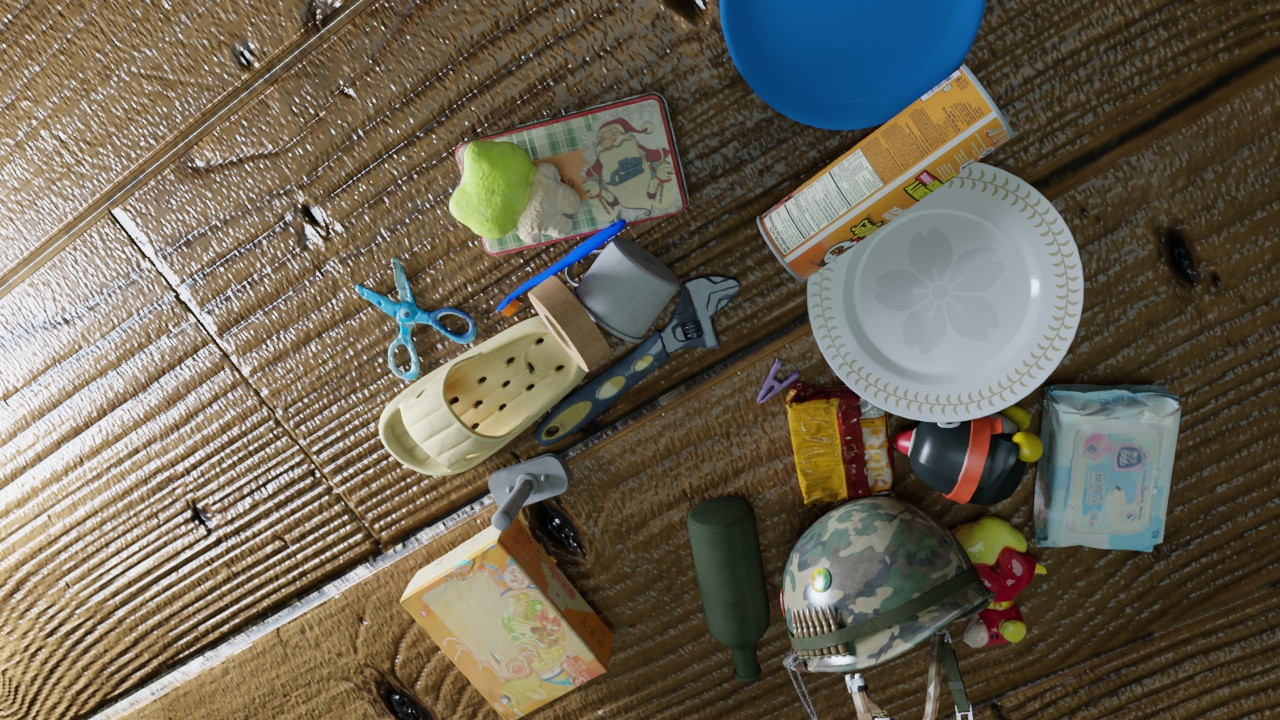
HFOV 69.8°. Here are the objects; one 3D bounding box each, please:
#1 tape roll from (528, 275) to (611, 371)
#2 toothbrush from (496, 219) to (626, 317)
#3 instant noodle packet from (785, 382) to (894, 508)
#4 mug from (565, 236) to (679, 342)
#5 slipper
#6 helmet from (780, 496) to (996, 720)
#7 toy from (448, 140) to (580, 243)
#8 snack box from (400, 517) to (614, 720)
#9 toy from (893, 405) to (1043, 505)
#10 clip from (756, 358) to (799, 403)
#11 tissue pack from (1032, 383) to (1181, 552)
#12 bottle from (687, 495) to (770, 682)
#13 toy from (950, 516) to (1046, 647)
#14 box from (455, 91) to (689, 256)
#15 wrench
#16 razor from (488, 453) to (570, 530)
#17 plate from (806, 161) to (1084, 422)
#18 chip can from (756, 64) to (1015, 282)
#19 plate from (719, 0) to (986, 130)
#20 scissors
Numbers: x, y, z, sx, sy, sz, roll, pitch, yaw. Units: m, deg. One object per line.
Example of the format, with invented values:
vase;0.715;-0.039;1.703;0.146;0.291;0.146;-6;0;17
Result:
tape roll;-0.067;-0.034;0.867;0.027;0.094;0.094;-38;102;-9
toothbrush;-0.078;-0.088;0.892;0.183;0.016;0.018;-29;112;34
instant noodle packet;0.204;0.082;0.929;0.098;0.039;0.135;-10;112;8
mug;-0.023;-0.078;0.886;0.113;0.084;0.071;45;110;25
slipper;-0.164;0.048;0.947;0.262;0.079;0.111;-33;106;17
helmet;0.238;0.260;0.903;0.225;0.192;0.236;-47;61;32
toy;-0.113;-0.149;0.834;0.115;0.046;0.092;18;114;-7
snack box;-0.143;0.285;1.026;0.145;0.080;0.195;-33;103;17
toy;0.310;0.088;0.888;0.119;0.097;0.100;13;115;5
clip;0.141;0.022;0.930;0.046;0.014;0.050;9;108;2
tissue pack;0.448;0.108;0.889;0.112;0.069;0.182;-2;110;7
bottle;0.101;0.251;0.987;0.071;0.071;0.207;-8;109;10
toy;0.369;0.227;0.954;0.105;0.067;0.137;-10;96;8
box;-0.062;-0.175;0.867;0.206;0.050;0.118;-10;107;12
wrench;-0.006;0.005;0.938;0.274;0.022;0.073;-37;101;18
razor;-0.129;0.144;0.954;0.088;0.116;0.047;-20;101;14
plate;0.276;-0.063;0.852;0.243;0.016;0.242;4;100;22
chip can;0.211;-0.161;0.810;0.215;0.075;0.075;-35;102;23
plate;0.181;-0.316;0.795;0.224;0.024;0.224;2;110;7
scissors;-0.230;-0.044;0.957;0.134;0.012;0.134;-5;108;10
